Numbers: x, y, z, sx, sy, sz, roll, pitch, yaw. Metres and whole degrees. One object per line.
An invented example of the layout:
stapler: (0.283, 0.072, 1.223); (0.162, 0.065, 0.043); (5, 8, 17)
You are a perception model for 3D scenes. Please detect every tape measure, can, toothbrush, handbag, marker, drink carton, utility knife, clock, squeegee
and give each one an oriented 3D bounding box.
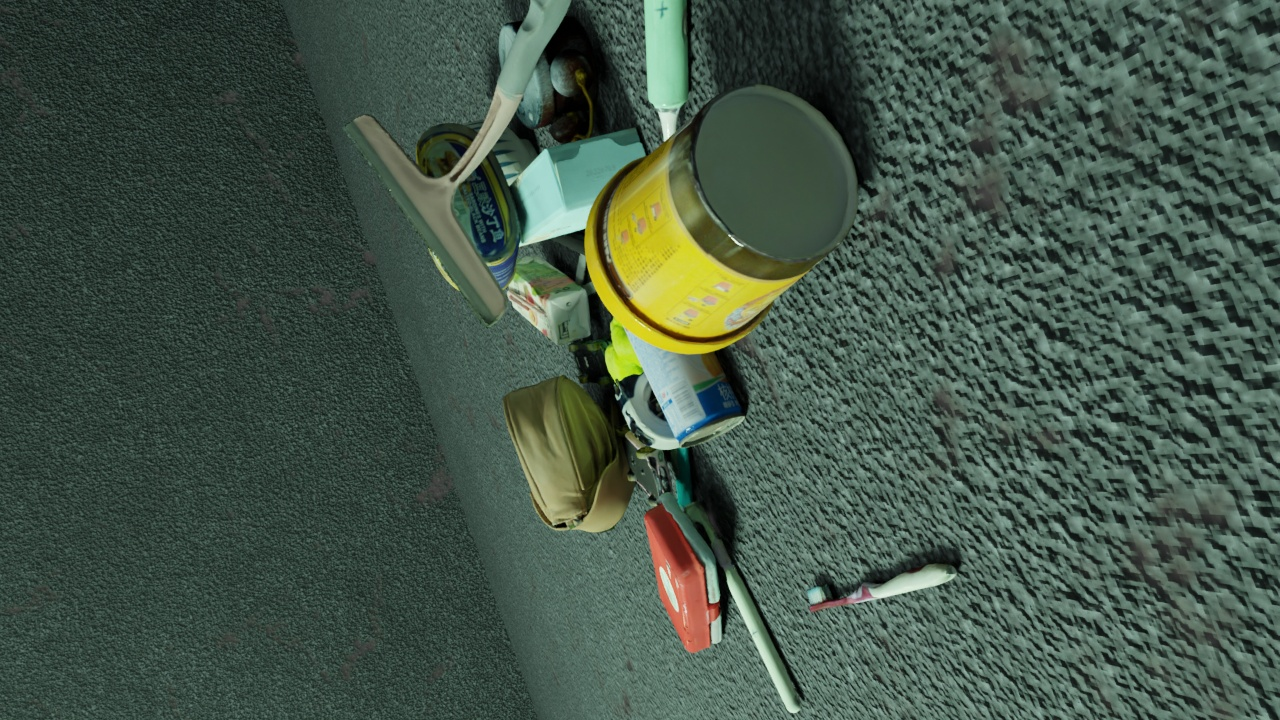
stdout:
tape measure: (0.019, 0.036, 0.717); (0.034, 0.065, 0.066); (113, 136, -69)
can: (-0.147, -0.128, 0.769); (0.049, 0.074, 0.148); (116, 136, -59)
toothbrush: (0.086, 0.206, 0.775); (0.029, 0.020, 0.189); (16, -138, -62)
handbag: (-0.061, 0.093, 0.901); (0.204, 0.100, 0.147); (50, -159, -76)
marker: (-0.059, -0.111, 0.846); (0.132, 0.020, 0.022); (33, 154, 57)
drink carton: (-0.097, -0.063, 0.930); (0.122, 0.045, 0.054); (38, 141, 52)
toothbrush: (0.017, -0.191, 0.566); (0.026, 0.027, 0.225); (-76, -13, -50)
utility knife: (0.033, 0.078, 0.800); (0.029, 0.013, 0.187); (45, 149, 51)
clock: (-0.068, -0.221, 0.724); (0.122, 0.055, 0.082); (57, 156, 31)
toothbrush: (0.142, 0.139, 0.566); (0.188, 0.016, 0.017); (121, 136, -66)
can: (0.025, -0.006, 0.681); (0.134, 0.053, 0.053); (65, 160, 15)
squeegee: (-0.105, -0.197, 0.683); (0.247, 0.040, 0.250); (52, 121, 25)

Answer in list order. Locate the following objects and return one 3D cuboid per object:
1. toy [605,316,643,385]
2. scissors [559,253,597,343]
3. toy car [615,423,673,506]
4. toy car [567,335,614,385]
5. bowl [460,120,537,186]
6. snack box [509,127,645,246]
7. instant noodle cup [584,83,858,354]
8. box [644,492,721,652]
toy: (-0.005, 0.005, 0.795); (0.097, 0.031, 0.100); (38, 151, 46)
scissors: (-0.064, -0.065, 0.927); (0.178, 0.014, 0.159); (37, 142, 55)
toy car: (0.008, 0.092, 0.839); (0.122, 0.037, 0.056); (-143, 36, -71)
toy car: (-0.042, -0.001, 0.892); (0.091, 0.036, 0.043); (-173, 66, -70)
bowl: (-0.139, -0.188, 0.928); (0.116, 0.066, 0.117); (55, 156, 39)
snack box: (-0.056, -0.136, 0.743); (0.175, 0.074, 0.051); (-4, 104, 70)
instant noodle cup: (0.043, -0.075, 0.484); (0.118, 0.118, 0.115); (68, 154, 7)
box: (0.042, 0.191, 0.819); (0.086, 0.047, 0.201); (59, 168, 34)
